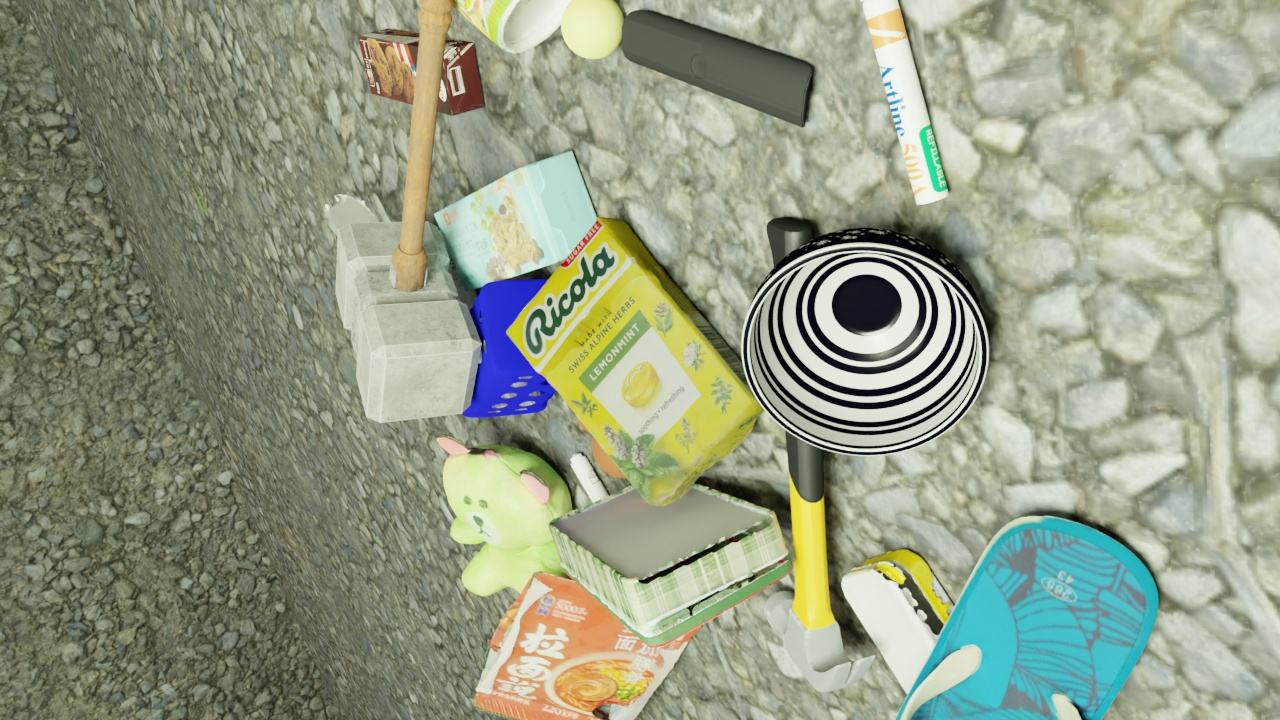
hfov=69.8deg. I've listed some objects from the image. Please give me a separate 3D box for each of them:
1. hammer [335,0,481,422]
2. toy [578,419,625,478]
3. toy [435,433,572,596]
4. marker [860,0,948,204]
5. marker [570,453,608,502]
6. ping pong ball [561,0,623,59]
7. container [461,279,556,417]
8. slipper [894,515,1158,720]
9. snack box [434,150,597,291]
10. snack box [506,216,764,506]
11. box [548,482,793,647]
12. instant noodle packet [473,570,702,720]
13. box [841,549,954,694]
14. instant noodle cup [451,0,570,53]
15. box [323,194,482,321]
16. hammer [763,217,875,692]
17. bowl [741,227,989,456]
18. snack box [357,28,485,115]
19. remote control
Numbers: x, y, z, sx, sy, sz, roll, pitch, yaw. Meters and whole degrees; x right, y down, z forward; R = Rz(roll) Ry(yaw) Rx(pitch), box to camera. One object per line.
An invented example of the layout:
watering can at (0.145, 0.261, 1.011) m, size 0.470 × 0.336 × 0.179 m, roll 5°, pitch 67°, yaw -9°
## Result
hammer at (-0.165, -0.119, 0.675) m, size 0.162 × 0.082 × 0.319 m, roll 62°, pitch 147°, yaw 38°
toy at (-0.009, 0.034, 0.725) m, size 0.095 × 0.065 × 0.128 m, roll 16°, pitch 115°, yaw 45°
toy at (-0.126, 0.161, 0.930) m, size 0.150 × 0.107 × 0.197 m, roll 17°, pitch 120°, yaw 24°
marker at (0.122, -0.147, 0.440) m, size 0.017 × 0.017 × 0.145 m, roll -1°, pitch 112°, yaw 54°
marker at (-0.029, 0.145, 0.854) m, size 0.017 × 0.020 × 0.133 m, roll -37°, pitch 82°, yaw 47°
ping pong ball at (-0.030, -0.212, 0.580) m, size 0.040 × 0.040 × 0.040 m, roll 33°, pitch 137°, yaw 37°
container at (-0.106, -0.009, 0.772) m, size 0.114 × 0.084 × 0.085 m, roll -40°, pitch 58°, yaw 59°
slipper at (0.196, 0.219, 0.512) m, size 0.118 × 0.060 × 0.295 m, roll 25°, pitch 121°, yaw 33°
snack box at (-0.103, -0.108, 0.744) m, size 0.175 × 0.053 × 0.075 m, roll -7°, pitch 105°, yaw 55°
snack box at (-0.004, 0.004, 0.654) m, size 0.121 × 0.045 × 0.181 m, roll -47°, pitch 73°, yaw 25°
box at (0.014, 0.135, 0.665) m, size 0.206 × 0.117 × 0.051 m, roll 4°, pitch 113°, yaw 68°
instant noodle packet at (-0.053, 0.276, 0.887) m, size 0.164 × 0.083 × 0.222 m, roll 21°, pitch 133°, yaw -8°
box at (0.201, 0.217, 0.576) m, size 0.209 × 0.037 × 0.065 m, roll 58°, pitch 149°, yaw 7°
instant noodle cup at (-0.099, -0.264, 0.597) m, size 0.108 × 0.098 × 0.099 m, roll 49°, pitch 146°, yaw 6°
box at (-0.226, -0.089, 0.877) m, size 0.126 × 0.084 × 0.156 m, roll -1°, pitch 114°, yaw 19°
hammer at (0.105, 0.070, 0.584) m, size 0.127 × 0.029 × 0.324 m, roll -127°, pitch 28°, yaw -65°
bowl at (0.118, -0.018, 0.483) m, size 0.120 × 0.066 × 0.120 m, roll 8°, pitch 121°, yaw 13°
snack box at (-0.188, -0.247, 0.779) m, size 0.141 × 0.031 × 0.051 m, roll 26°, pitch 133°, yaw 42°
remote control at (0.043, -0.171, 0.532) m, size 0.147 × 0.015 × 0.033 m, roll 34°, pitch 138°, yaw 36°
